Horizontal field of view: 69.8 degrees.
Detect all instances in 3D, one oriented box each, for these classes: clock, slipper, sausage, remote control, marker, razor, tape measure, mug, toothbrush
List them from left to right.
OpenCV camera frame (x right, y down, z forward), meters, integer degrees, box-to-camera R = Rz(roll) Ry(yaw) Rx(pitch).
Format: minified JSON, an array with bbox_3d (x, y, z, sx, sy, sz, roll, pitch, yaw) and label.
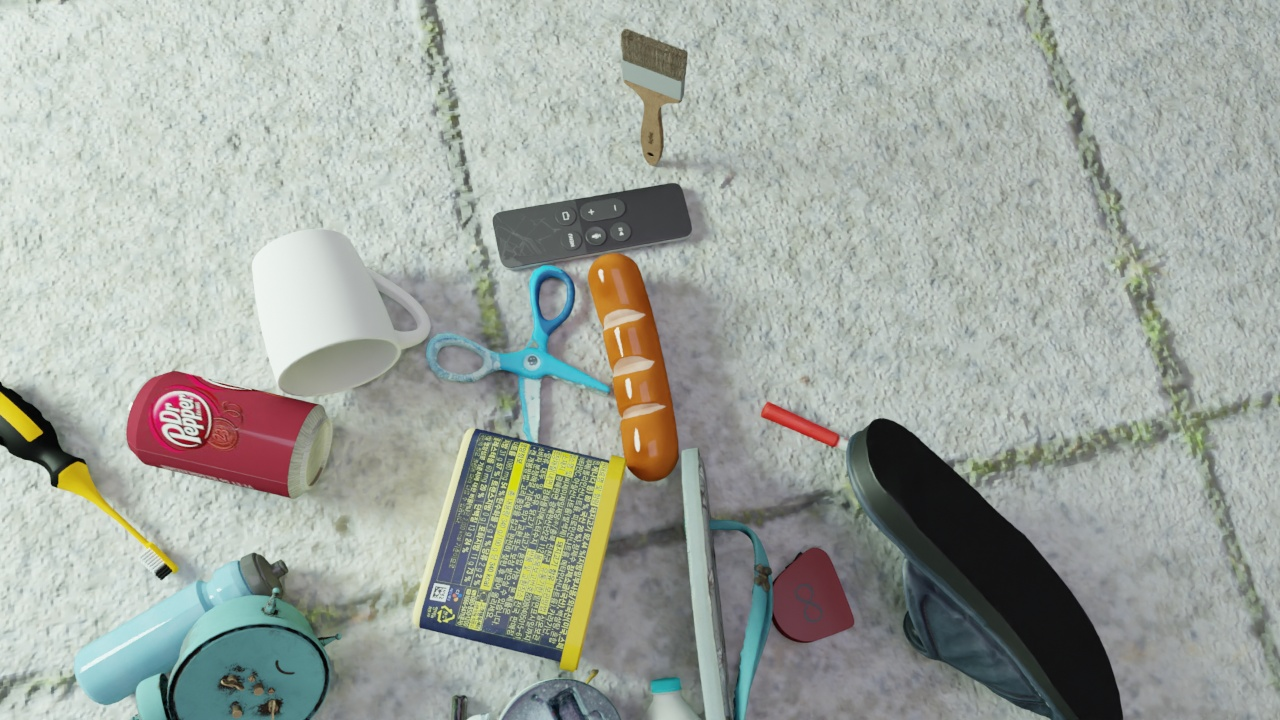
[{"bbox_3d":[-0.375,0.072,0.599,0.196,0.031,0.030,42,51,1],"label":"toothbrush"},{"bbox_3d":[-0.246,0.198,0.552,0.124,0.053,0.090,-42,120,-6],"label":"clock"},{"bbox_3d":[-0.201,-0.035,0.625,0.114,0.081,0.087,-9,67,-40],"label":"mug"},{"bbox_3d":[-0.116,0.267,0.579,0.042,0.026,0.105,0,72,-4],"label":"razor"},{"bbox_3d":[-0.065,0.245,0.566,0.117,0.057,0.083,-25,82,-16],"label":"clock"},{"bbox_3d":[-0.036,-0.101,0.687,0.146,0.008,0.045,-11,77,-8],"label":"remote control"},{"bbox_3d":[-0.004,0.004,0.645,0.039,0.044,0.164,-20,75,31],"label":"sausage"},{"bbox_3d":[0.061,0.185,0.575,0.055,0.098,0.268,-7,77,7],"label":"slipper"},{"bbox_3d":[0.112,0.162,0.630,0.051,0.019,0.059,-17,71,-8],"label":"tape measure"},{"bbox_3d":[0.154,0.063,0.662,0.142,0.013,0.012,24,74,0],"label":"marker"},{"bbox_3d":[0.213,0.157,0.618,0.265,0.084,0.108,45,37,-7],"label":"slipper"}]

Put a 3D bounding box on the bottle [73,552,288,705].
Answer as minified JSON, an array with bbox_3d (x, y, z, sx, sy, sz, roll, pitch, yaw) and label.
[{"bbox_3d":[-0.283,0.164,0.578,0.130,0.040,0.040,-31,81,-12],"label":"bottle"}]

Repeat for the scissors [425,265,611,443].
[{"bbox_3d":[-0.080,-0.010,0.658,0.134,0.011,0.140,20,75,2],"label":"scissors"}]

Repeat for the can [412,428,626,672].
[{"bbox_3d":[-0.075,0.119,0.594,0.104,0.075,0.135,14,75,0],"label":"can"}]

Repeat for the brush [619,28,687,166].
[{"bbox_3d":[0.010,-0.175,0.640,0.045,0.143,0.008,23,73,9],"label":"brush"}]

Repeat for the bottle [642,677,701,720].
[{"bbox_3d":[0.023,0.272,0.579,0.044,0.044,0.136,-5,76,-7],"label":"bottle"}]

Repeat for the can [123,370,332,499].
[{"bbox_3d":[-0.265,0.048,0.597,0.114,0.063,0.063,14,75,-2],"label":"can"}]
